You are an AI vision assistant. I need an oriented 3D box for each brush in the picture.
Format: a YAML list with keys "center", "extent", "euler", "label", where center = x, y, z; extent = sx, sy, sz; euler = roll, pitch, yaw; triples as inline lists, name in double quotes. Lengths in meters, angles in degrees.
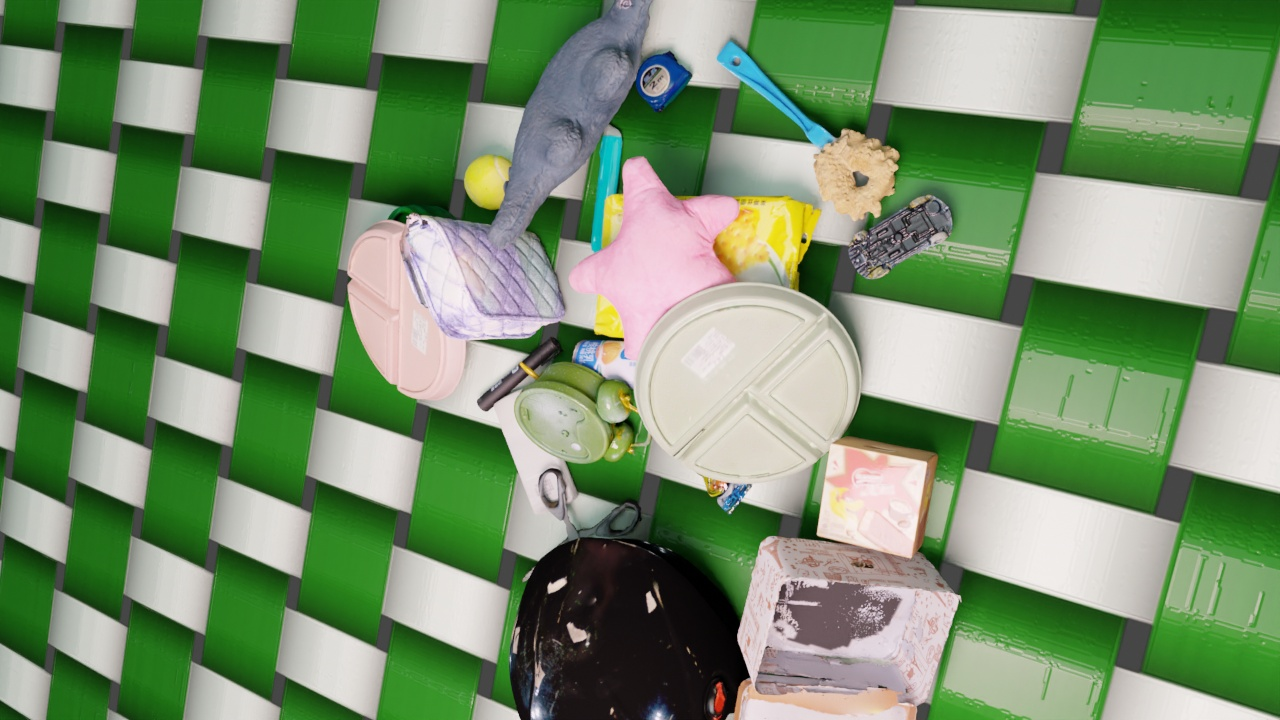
- center: [0.168, -0.244, 0.948]
  extent: [0.254, 0.045, 0.083]
  euler: [49, 114, 20]
  label: "brush"

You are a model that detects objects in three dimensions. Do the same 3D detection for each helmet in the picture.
- center: [-0.023, 0.313, 0.944]
  extent: [0.234, 0.230, 0.274]
  euler: [-14, 47, 25]
  label: "helmet"

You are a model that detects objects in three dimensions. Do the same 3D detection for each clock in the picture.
- center: [-0.063, 0.061, 1.024]
  extent: [0.161, 0.056, 0.116]
  euler: [16, 138, 17]
  label: "clock"

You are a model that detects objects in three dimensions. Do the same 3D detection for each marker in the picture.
- center: [-0.147, 0.018, 1.110]
  extent: [0.132, 0.020, 0.022]
  euler: [-39, 99, 20]
  label: "marker"

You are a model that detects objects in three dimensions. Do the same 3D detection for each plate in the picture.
- center: [-0.293, -0.056, 1.120]
  extent: [0.230, 0.028, 0.230]
  euler: [21, 121, 38]
  label: "plate"
- center: [0.107, 0.031, 0.922]
  extent: [0.230, 0.027, 0.230]
  euler: [2, 117, 3]
  label: "plate"

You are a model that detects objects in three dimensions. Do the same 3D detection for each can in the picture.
- center: [-0.006, 0.006, 1.023]
  extent: [0.135, 0.053, 0.053]
  euler: [3, 93, 25]
  label: "can"

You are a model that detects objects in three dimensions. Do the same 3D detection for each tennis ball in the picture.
- center: [-0.176, -0.212, 1.092]
  extent: [0.066, 0.065, 0.065]
  euler: [1, 91, 25]
  label: "tennis ball"

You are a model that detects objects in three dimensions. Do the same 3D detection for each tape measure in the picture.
- center: [0.024, -0.311, 1.018]
  extent: [0.058, 0.025, 0.054]
  euler: [-45, 71, 15]
  label: "tape measure"

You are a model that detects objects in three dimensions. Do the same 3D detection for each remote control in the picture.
- center: [-0.125, 0.108, 1.099]
  extent: [0.058, 0.021, 0.150]
  euler: [-25, 81, 18]
  label: "remote control"

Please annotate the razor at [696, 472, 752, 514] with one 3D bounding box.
- center: [0.057, 0.108, 1.014]
  extent: [0.143, 0.022, 0.043]
  euler: [42, 105, 19]
  label: "razor"

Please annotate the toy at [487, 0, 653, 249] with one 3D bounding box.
- center: [-0.071, -0.284, 1.008]
  extent: [0.091, 0.138, 0.356]
  euler: [29, 98, -14]
  label: "toy"

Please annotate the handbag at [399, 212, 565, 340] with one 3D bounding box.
- center: [-0.173, -0.091, 1.023]
  extent: [0.076, 0.193, 0.134]
  euler: [-26, 80, 24]
  label: "handbag"

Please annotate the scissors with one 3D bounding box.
- center: [-0.072, 0.209, 1.071]
  extent: [0.159, 0.014, 0.177]
  euler: [-8, 100, 15]
  label: "scissors"

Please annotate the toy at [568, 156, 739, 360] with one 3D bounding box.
- center: [0.024, -0.089, 0.924]
  extent: [0.178, 0.074, 0.195]
  euler: [30, 106, 11]
  label: "toy"

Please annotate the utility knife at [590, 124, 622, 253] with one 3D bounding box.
- center: [-0.042, -0.176, 1.058]
  extent: [0.029, 0.013, 0.193]
  euler: [9, 93, 27]
  label: "utility knife"

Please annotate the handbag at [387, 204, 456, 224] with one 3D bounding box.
- center: [-0.269, -0.123, 1.143]
  extent: [0.131, 0.067, 0.120]
  euler: [52, 121, 13]
  label: "handbag"

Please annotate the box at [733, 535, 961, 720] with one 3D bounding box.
- center: [0.181, 0.312, 0.883]
  extent: [0.178, 0.088, 0.262]
  euler: [7, 106, -9]
  label: "box"

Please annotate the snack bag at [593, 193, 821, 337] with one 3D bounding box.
- center: [0.064, -0.096, 0.980]
  extent: [0.247, 0.068, 0.158]
  euler: [6, 93, 25]
  label: "snack bag"

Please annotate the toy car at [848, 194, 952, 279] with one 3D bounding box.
- center: [0.258, -0.121, 0.907]
  extent: [0.106, 0.031, 0.049]
  euler: [-31, 79, 24]
  label: "toy car"

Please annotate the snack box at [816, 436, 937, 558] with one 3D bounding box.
- center: [0.232, 0.131, 0.900]
  extent: [0.093, 0.077, 0.094]
  euler: [10, 95, 25]
  label: "snack box"
